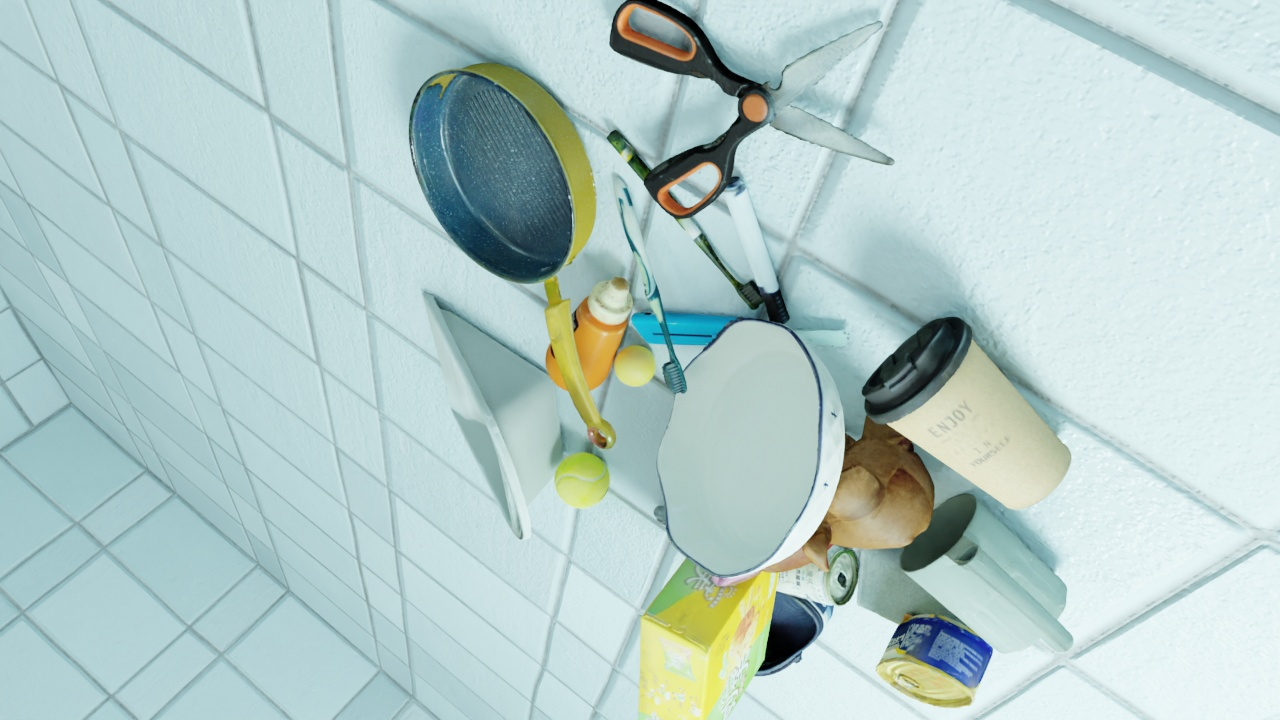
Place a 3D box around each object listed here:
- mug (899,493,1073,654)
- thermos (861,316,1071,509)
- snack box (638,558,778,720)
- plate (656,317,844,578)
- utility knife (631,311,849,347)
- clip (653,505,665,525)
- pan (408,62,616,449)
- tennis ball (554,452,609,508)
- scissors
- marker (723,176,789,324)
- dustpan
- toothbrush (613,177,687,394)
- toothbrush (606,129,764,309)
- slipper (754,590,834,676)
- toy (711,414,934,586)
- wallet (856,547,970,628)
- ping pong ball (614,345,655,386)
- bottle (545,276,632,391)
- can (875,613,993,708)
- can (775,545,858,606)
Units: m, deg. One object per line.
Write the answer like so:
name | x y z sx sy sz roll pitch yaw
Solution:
mug | 0.276 0.174 0.721 0.103 0.084 0.124 42 -177 -2
thermos | 0.229 0.038 0.646 0.143 0.092 0.093 41 147 -8
snack box | 0.067 0.269 0.883 0.070 0.157 0.210 22 133 24
plate | 0.087 0.070 0.731 0.045 0.204 0.205 16 158 -30
utility knife | 0.082 -0.025 0.789 0.224 0.018 0.034 4 131 42
clip | 0.041 0.184 1.052 0.058 0.025 0.036 25 149 32
pan | -0.095 -0.087 0.818 0.198 0.078 0.357 -15 110 50
tennis ball | -0.068 0.141 1.078 0.065 0.065 0.066 28 143 23
scissors | 0.065 -0.175 0.635 0.221 0.021 0.233 43 139 7
marker | 0.091 -0.082 0.714 0.018 0.022 0.131 -12 123 22
dustpan | -0.191 0.084 1.081 0.258 0.142 0.223 25 142 23
toothbrush | 0.005 -0.062 0.774 0.016 0.018 0.191 -11 98 57
toothbrush | 0.038 -0.114 0.743 0.186 0.012 0.017 49 140 -7
slipper | 0.130 0.314 1.038 0.105 0.095 0.254 44 143 5
toy | 0.140 0.117 0.768 0.130 0.139 0.200 48 140 -2
wallet | 0.264 0.226 0.853 0.130 0.036 0.107 23 140 29
ping pong ball | -0.005 0.005 0.890 0.040 0.040 0.040 28 143 23
bottle | -0.044 -0.029 0.880 0.067 0.066 0.150 40 139 6
can | 0.260 0.269 0.819 0.074 0.049 0.148 30 159 11
can | 0.144 0.206 0.935 0.147 0.058 0.058 4 130 44
